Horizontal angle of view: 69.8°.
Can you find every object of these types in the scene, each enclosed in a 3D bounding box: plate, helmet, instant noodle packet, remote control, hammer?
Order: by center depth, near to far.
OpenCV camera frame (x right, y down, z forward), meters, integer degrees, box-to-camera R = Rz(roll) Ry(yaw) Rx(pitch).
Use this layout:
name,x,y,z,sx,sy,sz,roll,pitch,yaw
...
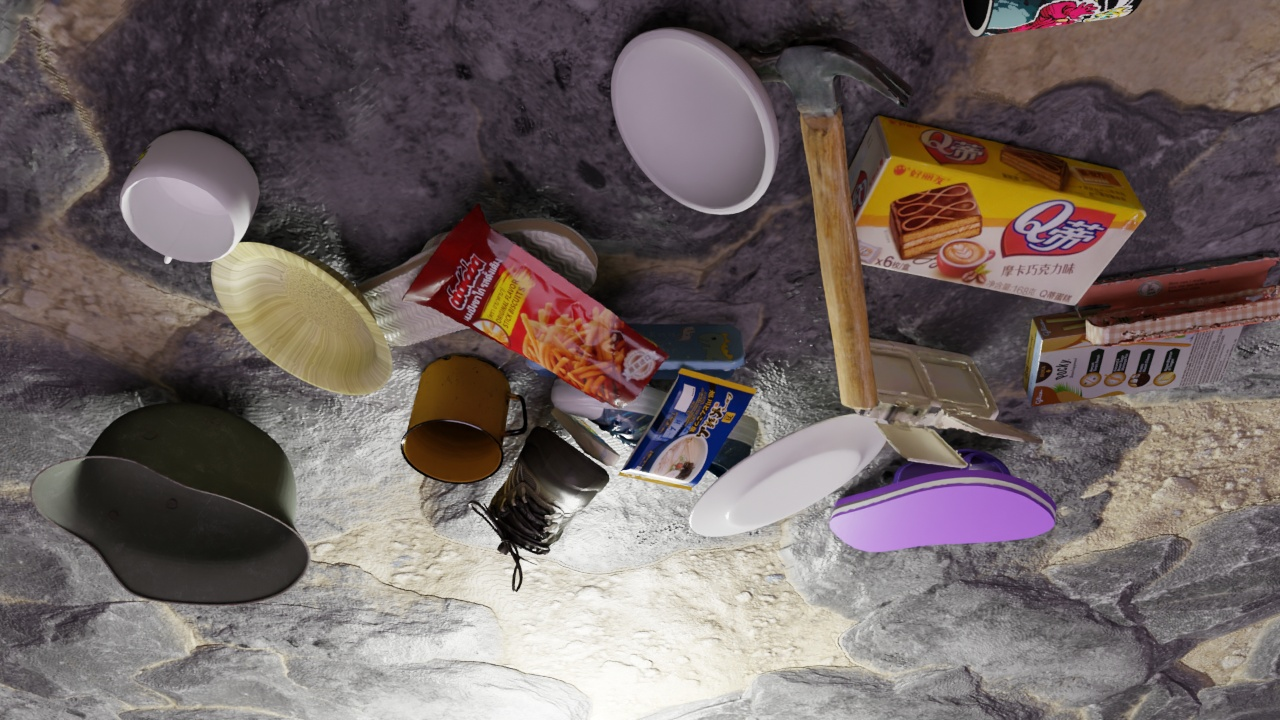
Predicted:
name,x,y,z,sx,sy,sz,roll,pitch,yaw
hammer,0.162,-0.095,0.745,0.132,0.033,0.331,4,128,29
plate,-0.303,-0.045,0.848,0.184,0.036,0.185,16,139,14
instant noodle packet,0.045,0.070,0.892,0.087,0.026,0.134,16,119,-27
remote control,-0.059,0.078,0.953,0.038,0.125,0.018,35,91,-29
helmet,-0.477,0.132,0.968,0.267,0.153,0.228,22,131,-28
plate,0.167,0.135,1.005,0.242,0.016,0.243,-19,150,-12

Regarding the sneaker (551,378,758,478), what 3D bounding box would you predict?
name,x,y,z,sx,sy,sz,roll,pitch,yaw
sneaker,0.013,0.075,0.950,0.235,0.079,0.088,16,166,-23

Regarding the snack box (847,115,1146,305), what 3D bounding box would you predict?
name,x,y,z,sx,sy,sz,roll,pitch,yaw
snack box,0.287,-0.124,0.775,0.230,0.061,0.110,10,135,-10

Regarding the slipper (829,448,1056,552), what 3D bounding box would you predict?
name,x,y,z,sx,sy,sz,roll,pitch,yaw
slipper,0.342,0.152,1.060,0.107,0.083,0.267,41,143,-21

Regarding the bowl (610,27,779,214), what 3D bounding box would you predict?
name,x,y,z,sx,sy,sz,roll,pitch,yaw
bowl,0.048,-0.185,0.692,0.149,0.043,0.150,31,147,23

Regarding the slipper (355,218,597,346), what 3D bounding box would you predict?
name,x,y,z,sx,sy,sz,roll,pitch,yaw
slipper,-0.155,-0.073,0.834,0.264,0.052,0.115,-14,139,29

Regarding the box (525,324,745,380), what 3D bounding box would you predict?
name,x,y,z,sx,sy,sz,roll,pitch,yaw
box,-0.005,0.004,0.901,0.209,0.085,0.073,0,125,0

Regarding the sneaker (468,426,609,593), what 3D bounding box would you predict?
name,x,y,z,sx,sy,sz,roll,pitch,yaw
sneaker,-0.120,0.155,0.953,0.101,0.142,0.238,37,158,0

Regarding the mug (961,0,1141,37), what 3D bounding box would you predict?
name,x,y,z,sx,sy,sz,roll,pitch,yaw
mug,0.271,-0.282,0.605,0.098,0.081,0.118,-6,112,6

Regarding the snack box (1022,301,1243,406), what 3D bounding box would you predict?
name,x,y,z,sx,sy,sz,roll,pitch,yaw
snack box,0.488,-0.010,0.917,0.186,0.031,0.101,-8,136,8

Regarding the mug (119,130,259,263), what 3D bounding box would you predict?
name,x,y,z,sx,sy,sz,roll,pitch,yaw
mug,-0.373,-0.129,0.759,0.094,0.068,0.116,24,131,-23

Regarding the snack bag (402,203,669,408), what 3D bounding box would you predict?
name,x,y,z,sx,sy,sz,roll,pitch,yaw
snack bag,-0.087,-0.038,0.791,0.208,0.066,0.139,35,140,-15

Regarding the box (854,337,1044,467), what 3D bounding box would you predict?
name,x,y,z,sx,sy,sz,roll,pitch,yaw
box,0.278,0.041,0.866,0.144,0.187,0.058,7,120,-13

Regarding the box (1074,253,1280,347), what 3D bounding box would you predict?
name,x,y,z,sx,sy,sz,roll,pitch,yaw
box,0.506,-0.055,0.847,0.187,0.071,0.056,-10,174,8

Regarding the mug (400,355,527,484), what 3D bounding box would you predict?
name,x,y,z,sx,sy,sz,roll,pitch,yaw
mug,-0.173,0.057,0.936,0.124,0.094,0.101,-6,135,8
